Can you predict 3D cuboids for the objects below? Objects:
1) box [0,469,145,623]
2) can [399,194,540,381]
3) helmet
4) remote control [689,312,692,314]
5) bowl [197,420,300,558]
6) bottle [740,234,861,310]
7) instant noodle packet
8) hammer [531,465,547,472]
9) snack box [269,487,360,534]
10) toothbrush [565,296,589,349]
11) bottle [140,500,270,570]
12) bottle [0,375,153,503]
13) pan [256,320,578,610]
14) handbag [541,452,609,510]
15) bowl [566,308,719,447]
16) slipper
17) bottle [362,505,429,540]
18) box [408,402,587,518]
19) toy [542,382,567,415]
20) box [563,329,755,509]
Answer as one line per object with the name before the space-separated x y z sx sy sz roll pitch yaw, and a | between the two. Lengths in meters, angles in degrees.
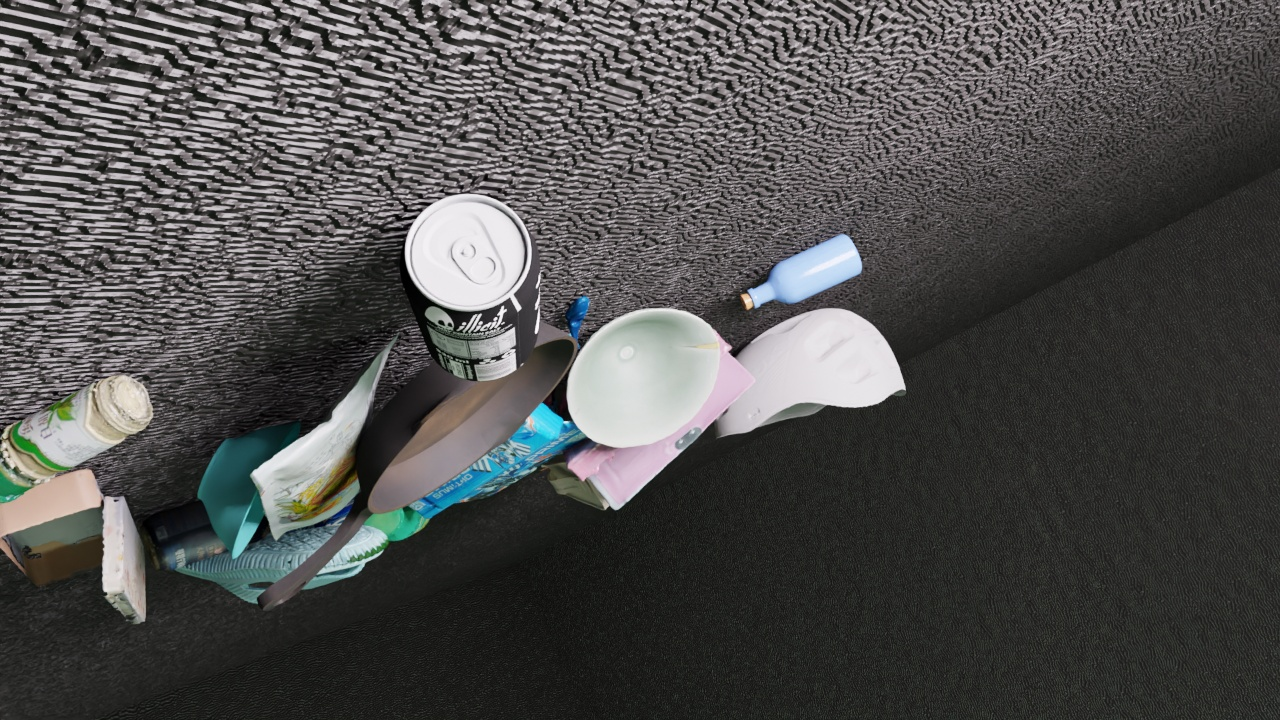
box | -0.462 0.156 0.748 0.107 0.094 0.217 9 155 -21
can | -0.104 -0.041 0.580 0.080 0.080 0.146 -22 168 -12
helmet | 0.230 0.039 1.336 0.223 0.183 0.283 -2 149 -48
remote control | -0.001 -0.015 1.047 0.140 0.021 0.045 -30 169 0
bowl | -0.329 0.097 0.755 0.046 0.120 0.121 24 152 -11
bottle | 0.170 -0.089 0.994 0.131 0.048 0.048 -25 168 -1
instant noodle packet | -0.260 0.077 0.768 0.146 0.057 0.270 -54 -175 -28
hammer | -0.168 0.141 1.369 0.133 0.033 0.333 -25 169 -4
snack box | -0.376 0.182 1.059 0.059 0.059 0.227 -19 166 -41
toothbrush | -0.061 -0.035 0.858 0.021 0.016 0.132 -22 165 -15
bottle | -0.401 0.157 0.906 0.160 0.056 0.056 -16 165 -37
bottle | -0.354 0.048 0.561 0.110 0.042 0.042 -26 168 6
pan | -0.203 0.085 0.803 0.356 0.043 0.249 -42 170 -1
handbag | -0.047 0.113 1.250 0.194 0.101 0.198 -38 -165 -25
bowl | -0.006 0.006 0.987 0.174 0.068 0.174 -12 124 -20
slipper | -0.382 0.213 0.948 0.277 0.069 0.115 -5 -177 28
bottle | -0.305 0.190 1.141 0.068 0.068 0.210 -23 176 -8
box | -0.166 0.113 1.022 0.174 0.063 0.244 24 137 -38
toy | -0.118 0.067 1.097 0.050 0.065 0.103 13 160 -14
box | 0.025 0.069 1.081 0.232 0.098 0.099 -43 -169 -1
